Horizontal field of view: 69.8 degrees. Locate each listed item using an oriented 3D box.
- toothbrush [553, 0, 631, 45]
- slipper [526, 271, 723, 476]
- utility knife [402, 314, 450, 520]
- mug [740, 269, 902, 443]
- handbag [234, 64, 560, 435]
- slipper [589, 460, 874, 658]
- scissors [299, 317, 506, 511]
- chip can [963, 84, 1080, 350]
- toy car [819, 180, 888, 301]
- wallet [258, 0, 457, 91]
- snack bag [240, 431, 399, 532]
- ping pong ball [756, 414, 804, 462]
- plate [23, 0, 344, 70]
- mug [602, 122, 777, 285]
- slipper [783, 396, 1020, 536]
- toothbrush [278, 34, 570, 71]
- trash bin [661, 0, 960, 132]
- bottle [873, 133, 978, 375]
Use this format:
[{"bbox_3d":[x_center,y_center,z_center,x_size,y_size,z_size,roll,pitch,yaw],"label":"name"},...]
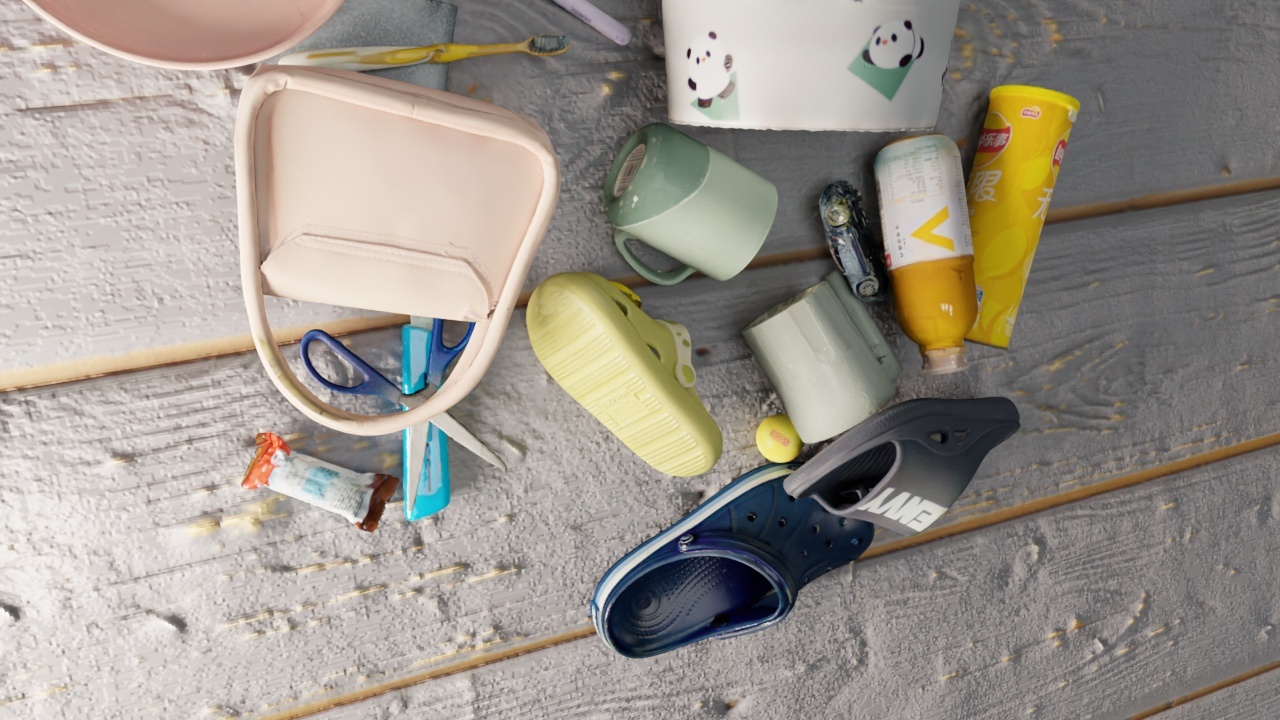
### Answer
[{"bbox_3d":[-0.085,-0.269,0.629,0.189,0.029,0.021,25,54,-24],"label":"toothbrush"},{"bbox_3d":[-0.004,0.004,0.693,0.190,0.092,0.081,49,45,-14],"label":"slipper"},{"bbox_3d":[-0.158,0.022,0.665,0.034,0.018,0.191,-4,101,-19],"label":"utility knife"},{"bbox_3d":[0.151,-0.008,0.736,0.123,0.084,0.103,-35,95,-39],"label":"mug"},{"bbox_3d":[-0.166,-0.059,0.592,0.193,0.093,0.234,8,104,-18],"label":"handbag"},{"bbox_3d":[0.081,0.166,0.745,0.252,0.095,0.105,-23,111,-11],"label":"slipper"},{"bbox_3d":[-0.160,0.020,0.648,0.162,0.012,0.176,18,94,-17],"label":"scissors"},{"bbox_3d":[0.304,-0.119,0.779,0.072,0.072,0.213,11,98,-22],"label":"chip can"},{"bbox_3d":[0.174,-0.095,0.750,0.048,0.031,0.105,-46,114,-50],"label":"toy car"},{"bbox_3d":[-0.188,-0.200,0.607,0.120,0.019,0.097,7,97,-20],"label":"wallet"},{"bbox_3d":[-0.226,0.086,0.648,0.105,0.026,0.045,26,82,-24],"label":"snack bag"},{"bbox_3d":[0.117,0.065,0.763,0.040,0.040,0.040,-4,103,-20],"label":"ping pong ball"},{"bbox_3d":[-0.275,-0.287,0.541,0.229,0.028,0.229,-2,96,-20],"label":"plate"},{"bbox_3d":[0.026,-0.108,0.678,0.106,0.082,0.112,24,124,-24],"label":"mug"},{"bbox_3d":[0.234,0.087,0.741,0.267,0.083,0.111,-4,147,-39],"label":"slipper"},{"bbox_3d":[-0.137,-0.202,0.603,0.191,0.018,0.016,-10,99,-16],"label":"toothbrush"},{"bbox_3d":[0.112,-0.282,0.597,0.229,0.229,0.252,-5,108,-20],"label":"trash bin"},{"bbox_3d":[0.233,-0.083,0.740,0.068,0.068,0.189,-8,89,-19],"label":"bottle"}]
